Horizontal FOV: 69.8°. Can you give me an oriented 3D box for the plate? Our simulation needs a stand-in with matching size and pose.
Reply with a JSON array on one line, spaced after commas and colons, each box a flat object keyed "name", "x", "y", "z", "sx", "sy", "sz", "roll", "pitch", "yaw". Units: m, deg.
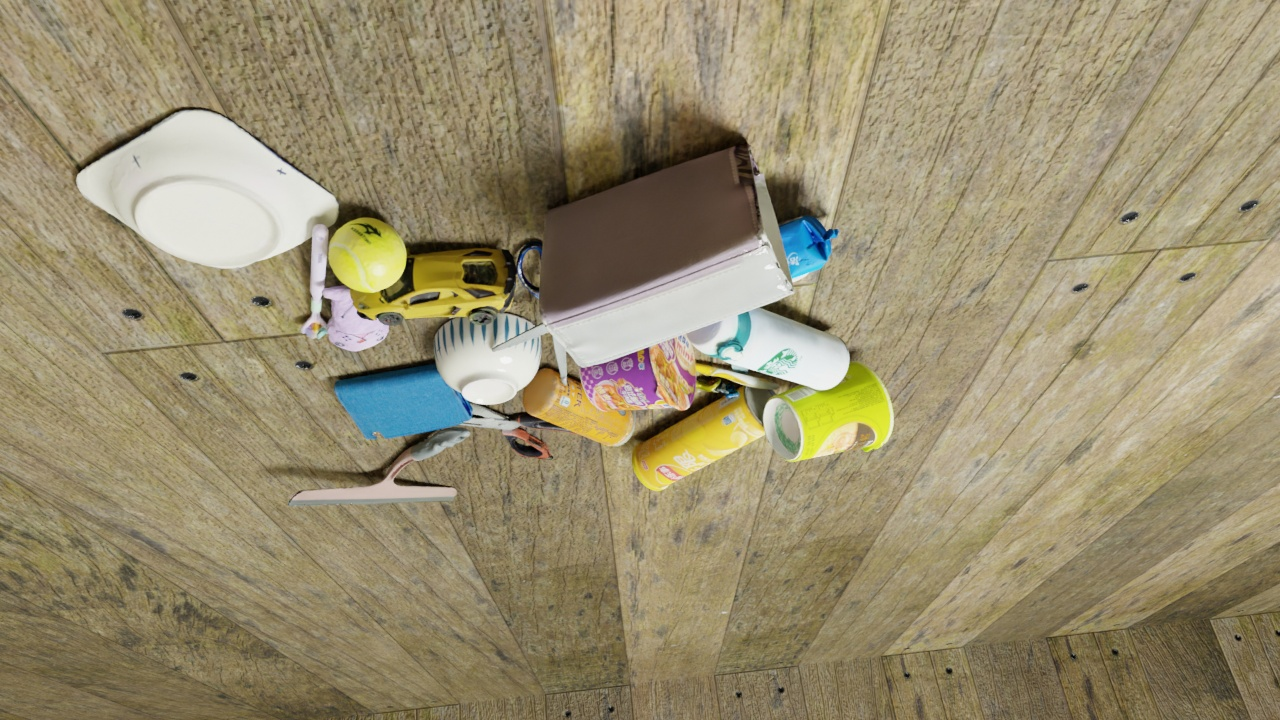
[{"name": "plate", "x": -0.356, "y": -0.124, "z": 0.759, "sx": 0.165, "sy": 0.034, "sz": 0.163, "roll": -20, "pitch": 148, "yaw": 22}]

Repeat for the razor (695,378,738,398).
[{"name": "razor", "x": 0.047, "y": 0.033, "z": 1.124, "sx": 0.143, "sy": 0.022, "sz": 0.042, "roll": -2, "pitch": -167, "yaw": -2}]

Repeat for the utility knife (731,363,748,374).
[{"name": "utility knife", "x": 0.099, "y": -0.029, "z": 1.033, "sx": 0.029, "sy": 0.013, "sz": 0.223, "roll": -9, "pitch": 151, "yaw": 9}]

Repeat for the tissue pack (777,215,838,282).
[{"name": "tissue pack", "x": 0.108, "y": -0.091, "z": 0.854, "sx": 0.157, "sy": 0.052, "sz": 0.094, "roll": -18, "pitch": -172, "yaw": 18}]

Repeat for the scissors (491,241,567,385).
[{"name": "scissors", "x": -0.075, "y": -0.043, "z": 0.910, "sx": 0.162, "sy": 0.012, "sz": 0.173, "roll": -3, "pitch": 127, "yaw": 4}]

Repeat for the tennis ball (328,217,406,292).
[{"name": "tennis ball", "x": -0.239, "y": -0.092, "z": 0.805, "sx": 0.065, "sy": 0.065, "sz": 0.066, "roll": -5, "pitch": 150, "yaw": -3}]

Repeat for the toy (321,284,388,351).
[{"name": "toy", "x": -0.275, "y": -0.044, "z": 0.907, "sx": 0.083, "sy": 0.039, "sz": 0.108, "roll": -6, "pitch": 151, "yaw": -26}]

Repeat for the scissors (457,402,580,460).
[{"name": "scissors", "x": -0.156, "y": 0.085, "z": 1.172, "sx": 0.189, "sy": 0.015, "sz": 0.227, "roll": -12, "pitch": 150, "yaw": 16}]

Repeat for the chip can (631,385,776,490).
[{"name": "chip can", "x": 0.083, "y": 0.099, "z": 1.195, "sx": 0.072, "sy": 0.072, "sz": 0.214, "roll": 20, "pitch": 139, "yaw": -38}]

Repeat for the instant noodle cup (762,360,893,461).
[{"name": "instant noodle cup", "x": 0.217, "y": 0.068, "z": 1.095, "sx": 0.123, "sy": 0.111, "sz": 0.112, "roll": -14, "pitch": 154, "yaw": -25}]

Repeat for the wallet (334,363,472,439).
[{"name": "wallet", "x": -0.271, "y": 0.047, "z": 1.065, "sx": 0.133, "sy": 0.040, "sz": 0.106, "roll": -9, "pitch": 141, "yaw": 7}]

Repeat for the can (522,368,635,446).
[{"name": "can", "x": -0.072, "y": 0.059, "z": 1.104, "sx": 0.058, "sy": 0.058, "sz": 0.146, "roll": -27, "pitch": 144, "yaw": 31}]

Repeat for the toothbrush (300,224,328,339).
[{"name": "toothbrush", "x": -0.304, "y": -0.071, "z": 0.862, "sx": 0.029, "sy": 0.021, "sz": 0.190, "roll": -2, "pitch": 154, "yaw": -21}]

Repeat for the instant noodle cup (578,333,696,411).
[{"name": "instant noodle cup", "x": -0.006, "y": 0.006, "z": 0.991, "sx": 0.099, "sy": 0.111, "sz": 0.111, "roll": -11, "pitch": 151, "yaw": 25}]

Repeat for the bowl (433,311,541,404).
[{"name": "bowl", "x": -0.163, "y": 0.005, "z": 0.987, "sx": 0.116, "sy": 0.066, "sz": 0.117, "roll": -5, "pitch": 150, "yaw": -3}]

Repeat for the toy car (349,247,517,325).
[{"name": "toy car", "x": -0.191, "y": -0.070, "z": 0.848, "sx": 0.156, "sy": 0.071, "sz": 0.041, "roll": -3, "pitch": 151, "yaw": -5}]

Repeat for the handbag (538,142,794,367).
[{"name": "handbag", "x": 0.018, "y": -0.091, "z": 0.780, "sx": 0.197, "sy": 0.144, "sz": 0.098, "roll": -18, "pitch": 143, "yaw": 17}]

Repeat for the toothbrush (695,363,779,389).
[{"name": "toothbrush", "x": 0.085, "y": 0.016, "z": 1.093, "sx": 0.191, "sy": 0.018, "sz": 0.016, "roll": 14, "pitch": 156, "yaw": -23}]

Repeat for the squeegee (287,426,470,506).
[{"name": "squeegee", "x": -0.292, "y": 0.129, "z": 1.197, "sx": 0.247, "sy": 0.040, "sz": 0.250, "roll": 7, "pitch": 150, "yaw": -42}]

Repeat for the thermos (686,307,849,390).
[{"name": "thermos", "x": 0.137, "y": -0.016, "z": 0.978, "sx": 0.073, "sy": 0.073, "sz": 0.224, "roll": -31, "pitch": 150, "yaw": 35}]
